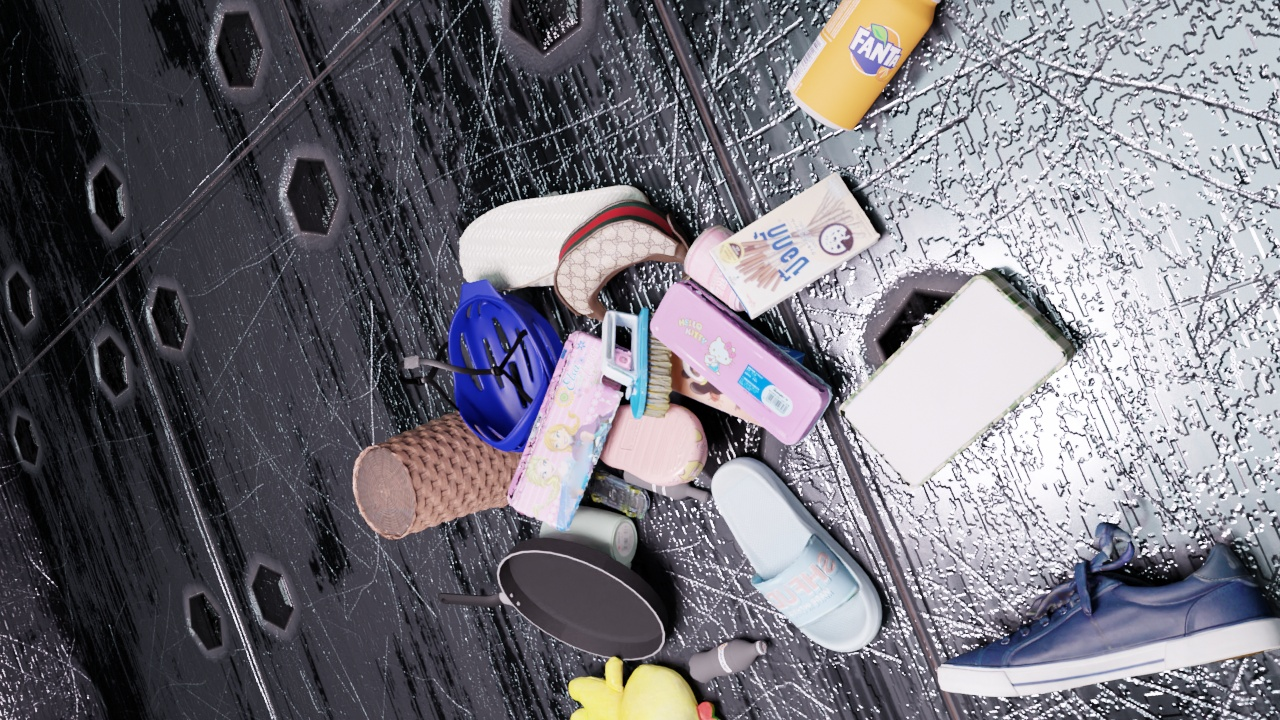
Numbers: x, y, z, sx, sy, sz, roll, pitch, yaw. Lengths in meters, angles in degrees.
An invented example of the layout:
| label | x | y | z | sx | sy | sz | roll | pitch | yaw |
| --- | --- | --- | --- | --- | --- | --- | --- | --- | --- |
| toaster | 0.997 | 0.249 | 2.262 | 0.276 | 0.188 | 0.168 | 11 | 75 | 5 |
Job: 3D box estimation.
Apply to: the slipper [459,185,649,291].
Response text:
| label | x | y | z | sx | sy | sz | roll | pitch | yaw |
| --- | --- | --- | --- | --- | --- | --- | --- | --- | --- |
| slipper | -0.104 | -0.149 | 1.124 | 0.273 | 0.053 | 0.114 | -11 | 95 | 28 |

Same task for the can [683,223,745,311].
| label | x | y | z | sx | sy | sz | roll | pitch | yaw |
| --- | --- | --- | --- | --- | --- | --- | --- | --- | --- |
| can | 0.096 | -0.099 | 0.983 | 0.076 | 0.067 | 0.067 | 39 | 120 | 23 |

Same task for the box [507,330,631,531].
| label | x | y | z | sx | sy | sz | roll | pitch | yaw |
| --- | --- | --- | --- | --- | --- | --- | --- | --- | --- |
| box | -0.077 | 0.086 | 1.084 | 0.077 | 0.084 | 0.230 | 26 | 95 | 63 |

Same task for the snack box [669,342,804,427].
| label | x | y | z | sx | sy | sz | roll | pitch | yaw |
| --- | --- | --- | --- | --- | --- | --- | --- | --- | --- |
| snack box | 0.101 | 0.011 | 1.025 | 0.151 | 0.034 | 0.087 | 22 | 111 | 29 |

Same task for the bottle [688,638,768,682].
| label | x | y | z | sx | sy | sz | roll | pitch | yaw |
| --- | --- | --- | --- | --- | --- | --- | --- | --- | --- |
| bottle | 0.106 | 0.355 | 1.095 | 0.110 | 0.036 | 0.036 | -33 | 81 | 36 |

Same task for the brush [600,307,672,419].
| label | x | y | z | sx | sy | sz | roll | pitch | yaw |
| --- | --- | --- | --- | --- | --- | --- | --- | --- | --- |
| brush | -0.006 | 0.006 | 1.031 | 0.055 | 0.075 | 0.135 | 111 | 164 | -51 |

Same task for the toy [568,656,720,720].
| label | x | y | z | sx | sy | sz | roll | pitch | yaw |
| --- | --- | --- | --- | --- | --- | --- | --- | --- | --- |
| toy | -0.003 | 0.450 | 1.161 | 0.208 | 0.092 | 0.134 | -2 | 96 | 38 |

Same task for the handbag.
| label | x | y | z | sx | sy | sz | roll | pitch | yaw |
| --- | --- | --- | --- | --- | --- | --- | --- | --- | --- |
| handbag | -0.013 | -0.105 | 1.046 | 0.167 | 0.063 | 0.138 | -33 | 120 | 27 |

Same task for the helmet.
| label | x | y | z | sx | sy | sz | roll | pitch | yaw |
| --- | --- | --- | --- | --- | --- | --- | --- | --- | --- |
| helmet | -0.186 | 0.026 | 1.113 | 0.148 | 0.227 | 0.241 | -7 | 102 | 32 |

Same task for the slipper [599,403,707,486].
| label | x | y | z | sx | sy | sz | roll | pitch | yaw |
| --- | --- | --- | --- | --- | --- | --- | --- | --- | --- |
| slipper | 0.024 | 0.099 | 1.076 | 0.198 | 0.081 | 0.093 | 8 | 77 | 58 |

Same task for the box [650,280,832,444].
| label | x | y | z | sx | sy | sz | roll | pitch | yaw |
| --- | --- | --- | --- | --- | --- | --- | --- | --- | --- |
| box | 0.104 | -0.001 | 0.975 | 0.214 | 0.036 | 0.076 | 40 | 121 | 21 |

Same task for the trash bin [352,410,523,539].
| label | x | y | z | sx | sy | sz | roll | pitch | yaw |
| --- | --- | --- | --- | --- | --- | --- | --- | --- | --- |
| trash bin | -0.260 | 0.144 | 1.203 | 0.151 | 0.209 | 0.151 | 8 | 105 | 35 |

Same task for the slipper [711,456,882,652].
| label | x | y | z | sx | sy | sz | roll | pitch | yaw |
| --- | --- | --- | --- | --- | --- | --- | --- | --- | --- |
| slipper | 0.157 | 0.216 | 1.006 | 0.245 | 0.074 | 0.104 | 53 | 125 | 16 |

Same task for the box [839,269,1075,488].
| label | x | y | z | sx | sy | sz | roll | pitch | yaw |
| --- | --- | --- | --- | --- | --- | --- | --- | --- | --- |
| box | 0.298 | 0.021 | 0.879 | 0.117 | 0.050 | 0.206 | 47 | 123 | 15 |

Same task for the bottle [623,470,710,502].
| label | x | y | z | sx | sy | sz | roll | pitch | yaw |
| --- | --- | --- | --- | --- | --- | --- | --- | --- | --- |
| bottle | 0.034 | 0.149 | 1.105 | 0.113 | 0.030 | 0.030 | 15 | 109 | 32 |

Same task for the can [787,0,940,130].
| label | x | y | z | sx | sy | sz | roll | pitch | yaw |
| --- | --- | --- | --- | --- | --- | --- | --- | --- | --- |
| can | 0.206 | -0.292 | 0.855 | 0.079 | 0.078 | 0.143 | 47 | 123 | 18 |

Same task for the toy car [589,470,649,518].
| label | x | y | z | sx | sy | sz | roll | pitch | yaw |
| --- | --- | --- | --- | --- | --- | --- | --- | --- | --- |
| toy car | -0.025 | 0.167 | 1.153 | 0.090 | 0.027 | 0.039 | 19 | 109 | 30 |

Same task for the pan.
| label | x | y | z | sx | sy | sz | roll | pitch | yaw |
| --- | --- | --- | --- | --- | --- | --- | --- | --- | --- |
| pan | -0.127 | 0.306 | 1.185 | 0.357 | 0.034 | 0.225 | -6 | 129 | 33 |

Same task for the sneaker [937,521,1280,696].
| label | x | y | z | sx | sy | sz | roll | pitch | yaw |
| --- | --- | --- | --- | --- | --- | --- | --- | --- | --- |
| sneaker | 0.398 | 0.231 | 0.834 | 0.295 | 0.120 | 0.127 | -30 | 60 | 34 |

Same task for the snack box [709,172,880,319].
| label | x | y | z | sx | sy | sz | roll | pitch | yaw |
| --- | --- | --- | --- | --- | --- | --- | --- | --- | --- |
| snack box | 0.153 | -0.115 | 0.921 | 0.150 | 0.026 | 0.082 | -31 | 80 | 5 |

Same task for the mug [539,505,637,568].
| label | x | y | z | sx | sy | sz | roll | pitch | yaw |
| --- | --- | --- | --- | --- | --- | --- | --- | --- | --- |
| mug | -0.057 | 0.238 | 1.169 | 0.104 | 0.083 | 0.111 | -2 | 127 | 31 |
